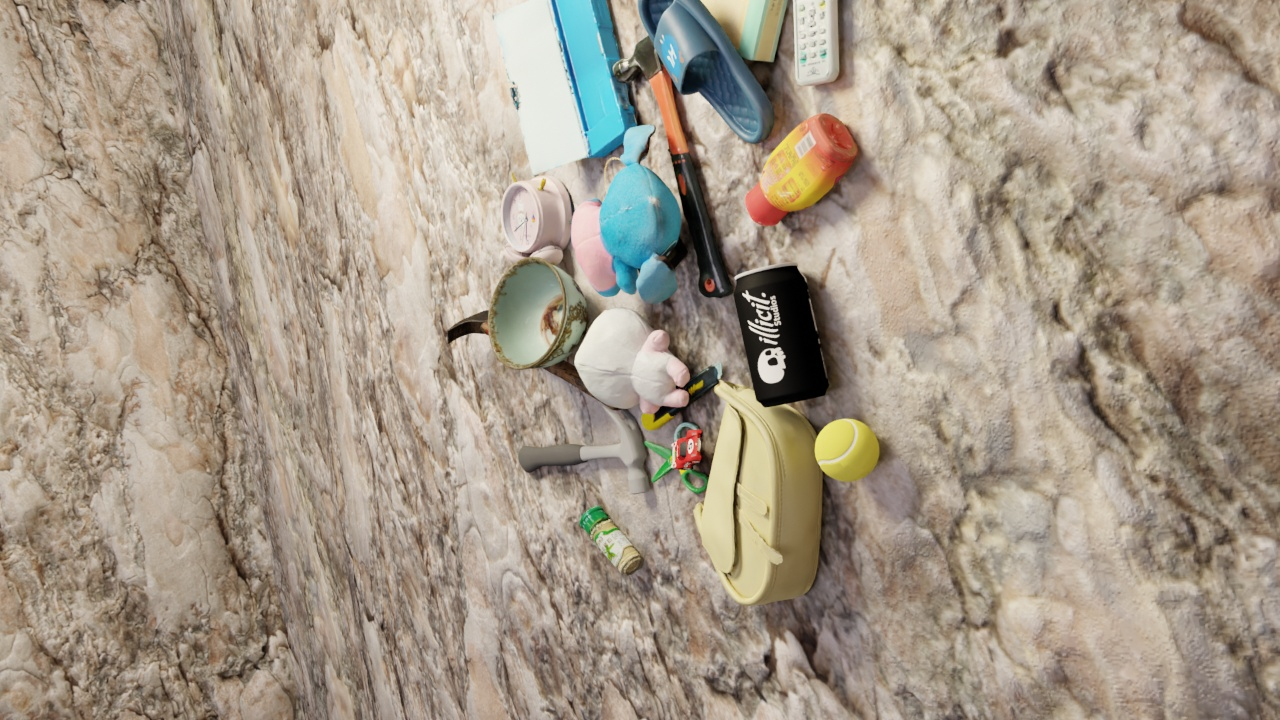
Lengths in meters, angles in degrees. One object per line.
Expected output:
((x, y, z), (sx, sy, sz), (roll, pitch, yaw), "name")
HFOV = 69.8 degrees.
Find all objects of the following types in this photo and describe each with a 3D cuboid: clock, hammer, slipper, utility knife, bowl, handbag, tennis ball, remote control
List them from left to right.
((-0.155, -0.193, 1.346), (0.117, 0.058, 0.158), (18, 112, 47), "clock")
((-0.147, 0.000, 1.352), (0.330, 0.119, 0.033), (28, 132, 37), "hammer")
((-0.131, -0.059, 1.303), (0.160, 0.093, 0.159), (-10, 75, 41), "bowl")
((-0.097, 0.136, 1.367), (0.312, 0.029, 0.125), (-11, 90, 51), "hammer")
((-0.003, -0.188, 1.186), (0.084, 0.027, 0.178), (-46, 63, 41), "handbag")
((0.054, 0.046, 1.175), (0.175, 0.020, 0.028), (-40, 69, 45), "utility knife")
((0.053, -0.235, 1.113), (0.133, 0.033, 0.333), (-19, 84, 49), "hammer")
((0.065, -0.321, 1.009), (0.213, 0.059, 0.104), (51, 164, 1), "slipper")
((0.128, 0.155, 1.057), (0.191, 0.088, 0.233), (32, 121, 46), "handbag")
((0.181, -0.351, 0.938), (0.050, 0.022, 0.133), (6, 102, 50), "remote control")
((0.215, 0.093, 0.954), (0.065, 0.065, 0.065), (13, 107, 48), "tennis ball")

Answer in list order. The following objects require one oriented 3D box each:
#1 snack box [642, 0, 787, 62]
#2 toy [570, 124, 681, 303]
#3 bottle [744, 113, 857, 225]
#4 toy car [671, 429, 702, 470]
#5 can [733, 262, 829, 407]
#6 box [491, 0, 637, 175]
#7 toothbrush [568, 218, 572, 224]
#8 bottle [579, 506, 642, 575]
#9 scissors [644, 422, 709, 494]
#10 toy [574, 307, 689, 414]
((0.085, -0.426, 1.020), (0.193, 0.044, 0.142), (36, 124, 41), "snack box")
((-0.021, -0.171, 1.125), (0.192, 0.098, 0.224), (-20, 77, 57), "toy")
((0.164, -0.196, 0.969), (0.135, 0.048, 0.071), (-43, 64, 45), "bottle")
((0.058, 0.111, 1.134), (0.090, 0.025, 0.038), (119, 154, -72), "toy car")
((0.151, -0.027, 0.994), (0.080, 0.080, 0.146), (-15, 86, 51), "can")
((-0.095, -0.388, 1.236), (0.176, 0.059, 0.243), (-18, 83, 34), "box")
((-0.036, -0.199, 1.236), (0.188, 0.017, 0.014), (-3, 101, 49), "toothbrush")
((-0.042, 0.259, 1.315), (0.110, 0.042, 0.043), (45, 129, 33), "bottle")
((0.047, 0.123, 1.204), (0.127, 0.011, 0.123), (26, 116, 43), "scissors")
((-0.007, 0.007, 1.182), (0.180, 0.101, 0.139), (22, 117, 37), "toy")
